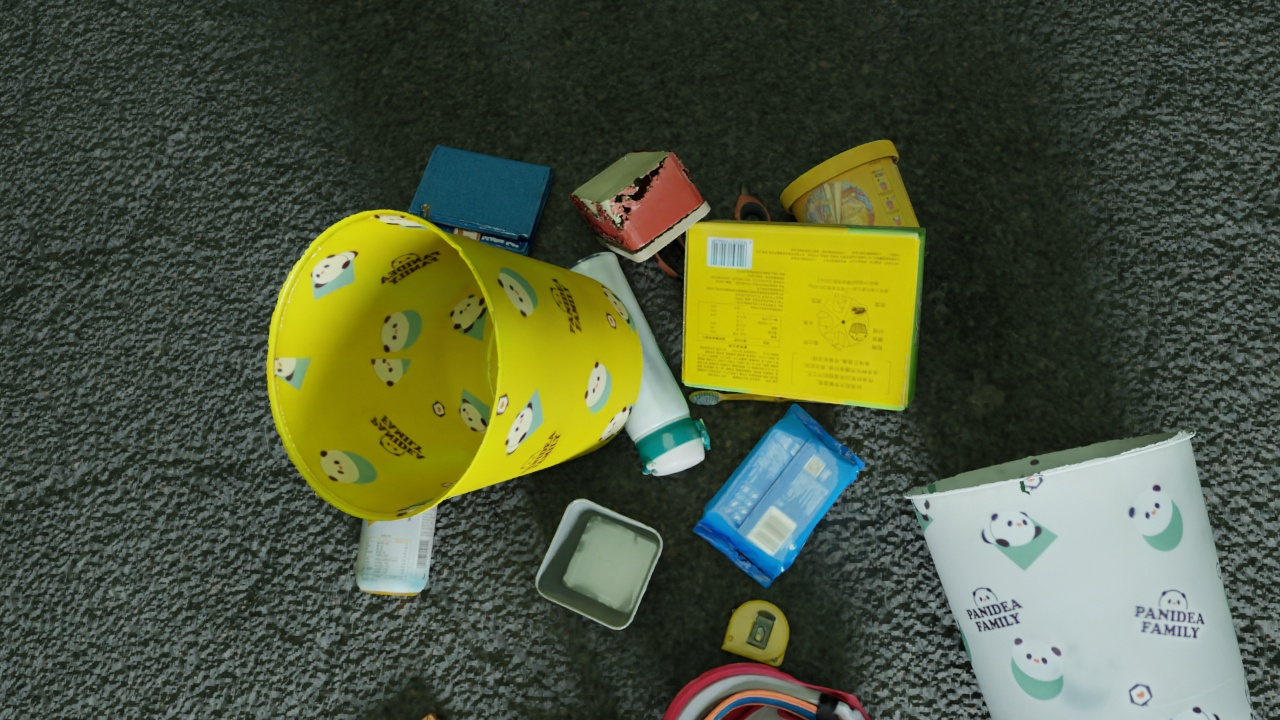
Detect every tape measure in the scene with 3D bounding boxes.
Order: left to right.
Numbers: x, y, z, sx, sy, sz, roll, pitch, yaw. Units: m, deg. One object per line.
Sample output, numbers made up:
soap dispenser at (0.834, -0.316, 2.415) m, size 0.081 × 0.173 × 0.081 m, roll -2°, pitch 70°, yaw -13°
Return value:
tape measure at (0.109, 0.251, 0.851) m, size 0.060 × 0.029 × 0.057 m, roll 16°, pitch 78°, yaw 8°

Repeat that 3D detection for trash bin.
trash bin at (-0.137, 0.003, 0.783) m, size 0.230 × 0.254 × 0.229 m, roll 0°, pitch 90°, yaw 29°
trash bin at (0.364, 0.204, 0.750) m, size 0.229 × 0.229 × 0.251 m, roll -14°, pitch 81°, yaw 1°

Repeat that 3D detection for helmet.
helmet at (0.111, 0.377, 0.760) m, size 0.240 × 0.144 × 0.206 m, roll 36°, pitch 55°, yaw 15°

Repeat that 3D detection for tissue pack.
tissue pack at (0.131, 0.126, 0.866) m, size 0.095 × 0.052 × 0.157 m, roll 38°, pitch 83°, yaw 9°

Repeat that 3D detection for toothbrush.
toothbrush at (0.143, 0.036, 0.902) m, size 0.191 × 0.018 × 0.016 m, roll -1°, pitch 104°, yaw 4°

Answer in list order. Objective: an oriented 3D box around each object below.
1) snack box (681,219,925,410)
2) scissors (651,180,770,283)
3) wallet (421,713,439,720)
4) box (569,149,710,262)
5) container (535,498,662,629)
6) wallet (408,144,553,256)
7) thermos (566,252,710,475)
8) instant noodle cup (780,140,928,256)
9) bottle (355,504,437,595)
snack box at (0.147, -0.046, 0.840) m, size 0.210 × 0.069 × 0.158 m, roll 6°, pitch 103°, yaw 22°
scissors at (0.095, -0.083, 0.934) m, size 0.189 × 0.015 × 0.226 m, roll 7°, pitch 77°, yaw 6°
wallet at (-0.211, 0.406, 0.842) m, size 0.131 × 0.031 × 0.108 m, roll -38°, pitch 79°, yaw -6°
box at (-0.011, -0.157, 0.874) m, size 0.091 × 0.168 × 0.080 m, roll -37°, pitch 109°, yaw -5°
container at (-0.031, 0.184, 0.834) m, size 0.090 × 0.114 × 0.090 m, roll 23°, pitch 80°, yaw 9°
wallet at (-0.167, -0.168, 0.964) m, size 0.133 × 0.040 × 0.106 m, roll 12°, pitch 70°, yaw 7°
thermos at (-0.005, 0.005, 0.898) m, size 0.073 × 0.073 × 0.224 m, roll -25°, pitch 77°, yaw -2°
instant noodle cup at (0.213, -0.134, 0.890) m, size 0.118 × 0.118 × 0.114 m, roll -24°, pitch 84°, yaw -1°
bottle at (-0.229, 0.128, 0.886) m, size 0.068 × 0.068 × 0.189 m, roll 4°, pitch 77°, yaw 5°
